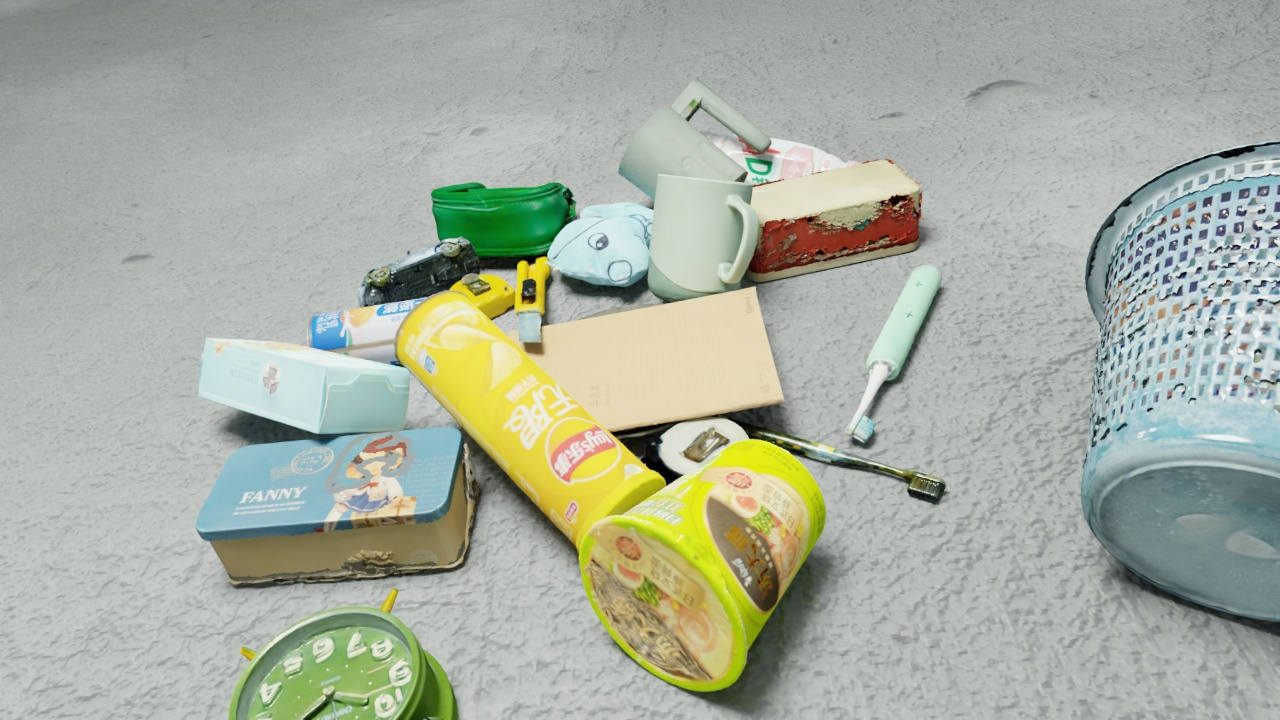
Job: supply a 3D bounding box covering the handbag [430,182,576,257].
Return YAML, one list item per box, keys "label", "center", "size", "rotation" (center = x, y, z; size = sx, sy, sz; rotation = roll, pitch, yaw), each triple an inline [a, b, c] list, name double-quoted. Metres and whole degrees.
- label: "handbag"
  center: [-0.139, -0.152, 0.935]
  size: [0.131, 0.068, 0.120]
  rotation: [0, 24, 14]

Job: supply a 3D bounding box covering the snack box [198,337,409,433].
- label: "snack box"
  center: [-0.260, 0.018, 0.704]
  size: [0.175, 0.051, 0.074]
  rotation: [9, 2, 37]

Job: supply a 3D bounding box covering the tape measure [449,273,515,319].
- label: "tape measure"
  center: [-0.151, -0.060, 0.854]
  size: [0.059, 0.029, 0.057]
  rotation: [-29, 41, -27]

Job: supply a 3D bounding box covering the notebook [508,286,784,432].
- label: "notebook"
  center: [-0.004, 0.004, 0.709]
  size: [0.211, 0.012, 0.149]
  rotation: [-10, 35, 5]

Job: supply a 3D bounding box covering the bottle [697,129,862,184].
- label: "bottle"
  center: [0.135, -0.198, 0.954]
  size: [0.197, 0.068, 0.068]
  rotation: [11, 41, 20]

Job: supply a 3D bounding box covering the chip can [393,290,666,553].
- label: "chip can"
  center: [-0.080, 0.040, 0.623]
  size: [0.071, 0.072, 0.213]
  rotation: [-33, 59, -30]

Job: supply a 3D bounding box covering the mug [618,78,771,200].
- label: "mug"
  center: [0.056, -0.203, 0.911]
  size: [0.103, 0.083, 0.124]
  rotation: [40, 89, 7]

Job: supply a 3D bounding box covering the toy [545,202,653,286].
- label: "toy"
  center: [-0.030, -0.115, 0.888]
  size: [0.156, 0.050, 0.161]
  rotation: [-21, 36, -25]

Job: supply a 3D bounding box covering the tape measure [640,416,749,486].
- label: "tape measure"
  center: [0.044, 0.070, 0.638]
  size: [0.066, 0.034, 0.065]
  rotation: [27, 49, 36]

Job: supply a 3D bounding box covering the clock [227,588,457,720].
- label: "clock"
  center: [-0.156, 0.199, 0.484]
  size: [0.116, 0.056, 0.161]
  rotation: [-20, 38, -14]

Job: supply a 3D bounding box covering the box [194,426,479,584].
- label: "box"
  center: [-0.207, 0.099, 0.625]
  size: [0.184, 0.061, 0.089]
  rotation: [-5, 36, 1]

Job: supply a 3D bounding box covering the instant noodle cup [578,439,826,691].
- label: "instant noodle cup"
  center: [0.045, 0.107, 0.534]
  size: [0.112, 0.112, 0.123]
  rotation: [20, 37, 32]

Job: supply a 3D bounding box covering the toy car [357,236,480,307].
- label: "toy car"
  center: [-0.208, -0.076, 0.866]
  size: [0.120, 0.054, 0.037]
  rotation: [-28, 44, -23]

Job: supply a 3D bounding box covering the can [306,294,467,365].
- label: "can"
  center: [-0.214, -0.023, 0.795]
  size: [0.134, 0.053, 0.053]
  rotation: [-9, 36, -1]

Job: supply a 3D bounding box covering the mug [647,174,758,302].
- label: "mug"
  center: [0.058, -0.101, 0.783]
  size: [0.082, 0.106, 0.112]
  rotation: [-1, 13, -35]

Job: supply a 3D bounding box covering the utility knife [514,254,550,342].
- label: "utility knife"
  center: [-0.097, -0.060, 0.823]
  size: [0.033, 0.015, 0.214]
  rotation: [-13, 25, 0]

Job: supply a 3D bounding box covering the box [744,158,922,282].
- label: "box"
  center: [0.171, -0.139, 0.857]
  size: [0.168, 0.077, 0.091]
  rotation: [-13, 36, -5]

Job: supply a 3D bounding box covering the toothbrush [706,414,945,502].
- label: "toothbrush"
  center: [0.120, 0.065, 0.648]
  size: [0.186, 0.012, 0.017]
  rotation: [15, 53, 28]

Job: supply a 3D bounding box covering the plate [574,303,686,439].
- label: "plate"
  center: [-0.007, 0.011, 0.733]
  size: [0.179, 0.024, 0.179]
  rotation: [-9, 35, 6]

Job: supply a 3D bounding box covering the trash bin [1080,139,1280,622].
- label: "trash bin"
  center: [0.348, 0.026, 0.513]
  size: [0.227, 0.227, 0.194]
  rotation: [17, 56, 29]

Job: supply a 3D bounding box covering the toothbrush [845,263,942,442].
- label: "toothbrush"
  center: [0.199, -0.012, 0.723]
  size: [0.027, 0.027, 0.223]
  rotation: [29, 46, 10]
